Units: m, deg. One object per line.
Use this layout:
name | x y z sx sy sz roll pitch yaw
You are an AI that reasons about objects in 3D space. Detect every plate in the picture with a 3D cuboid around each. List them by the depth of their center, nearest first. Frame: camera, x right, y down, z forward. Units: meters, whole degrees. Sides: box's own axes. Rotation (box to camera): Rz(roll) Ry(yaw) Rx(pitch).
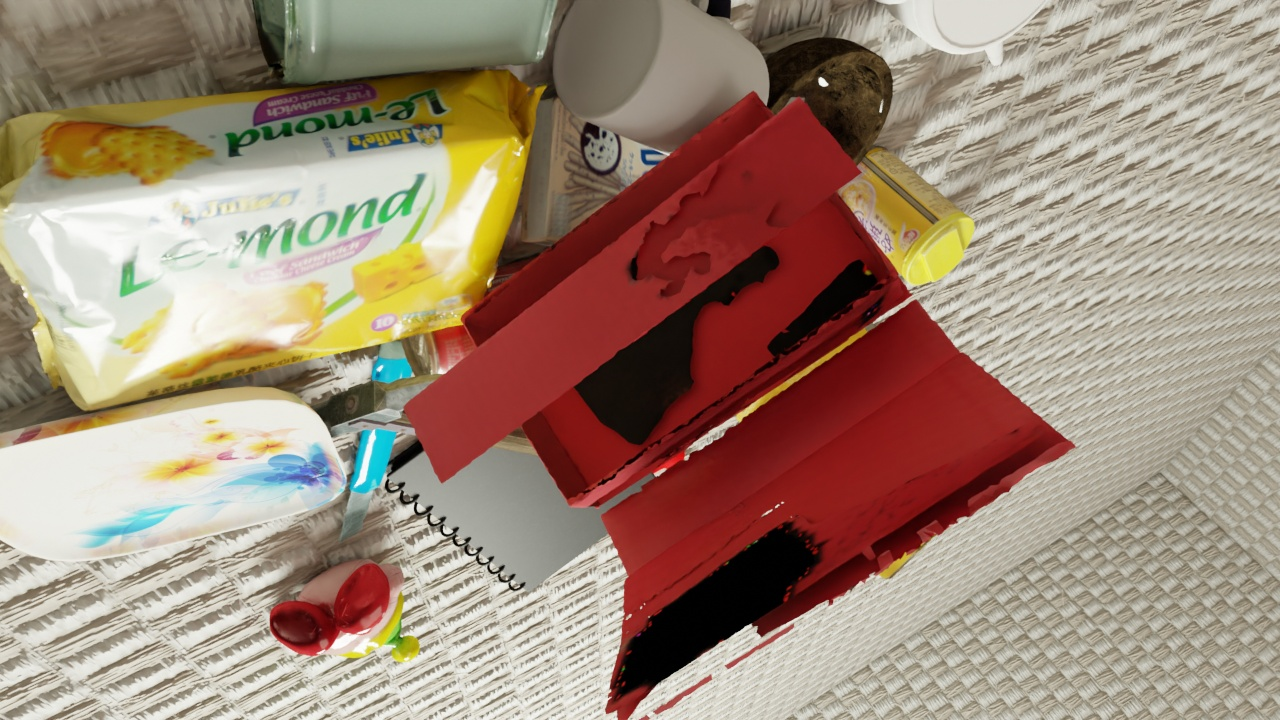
plate | -0.271 0.066 0.526 0.186 0.016 0.187 -12 156 -15

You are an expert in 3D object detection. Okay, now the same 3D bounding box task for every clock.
clock | 0.209 -0.269 0.584 0.160 0.073 0.126 6 129 -40

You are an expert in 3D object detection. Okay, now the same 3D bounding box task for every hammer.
hammer | -0.080 0.056 0.665 0.147 0.028 0.316 -17 159 30

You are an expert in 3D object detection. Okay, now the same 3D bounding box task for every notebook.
notebook | -0.089 0.104 0.776 0.169 0.019 0.231 -36 138 -2

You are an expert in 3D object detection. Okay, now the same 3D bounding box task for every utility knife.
utility knife | -0.193 0.063 0.657 0.031 0.015 0.210 -5 133 -37

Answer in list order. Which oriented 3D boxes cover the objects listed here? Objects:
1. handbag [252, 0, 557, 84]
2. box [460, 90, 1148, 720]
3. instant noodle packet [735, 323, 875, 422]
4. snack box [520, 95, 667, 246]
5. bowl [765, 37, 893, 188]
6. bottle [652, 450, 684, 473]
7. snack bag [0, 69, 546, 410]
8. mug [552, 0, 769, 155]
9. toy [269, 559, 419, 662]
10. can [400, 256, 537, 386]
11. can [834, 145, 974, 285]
handbag | -0.100 -0.173 0.389 0.121 0.067 0.106 -17 148 -28
box | 0.054 0.033 0.448 0.211 0.315 0.124 -35 138 10
instant noodle packet | 0.221 0.078 0.896 0.084 0.221 0.163 17 119 -50
snack box | -0.008 -0.105 0.571 0.149 0.026 0.082 3 92 -47
bowl | 0.102 -0.165 0.613 0.121 0.056 0.121 -26 147 -18
bottle | -0.015 0.101 0.866 0.118 0.036 0.036 -19 145 -26
snack bag | -0.170 -0.063 0.445 0.246 0.068 0.160 -16 153 -29
mug | 0.017 -0.175 0.508 0.096 0.079 0.112 8 99 -50
toy | -0.237 0.218 0.755 0.124 0.097 0.131 -31 171 -4
can | -0.069 -0.034 0.604 0.169 0.067 0.067 -18 144 -29
can | 0.208 -0.116 0.737 0.067 0.105 0.068 -26 147 -19
